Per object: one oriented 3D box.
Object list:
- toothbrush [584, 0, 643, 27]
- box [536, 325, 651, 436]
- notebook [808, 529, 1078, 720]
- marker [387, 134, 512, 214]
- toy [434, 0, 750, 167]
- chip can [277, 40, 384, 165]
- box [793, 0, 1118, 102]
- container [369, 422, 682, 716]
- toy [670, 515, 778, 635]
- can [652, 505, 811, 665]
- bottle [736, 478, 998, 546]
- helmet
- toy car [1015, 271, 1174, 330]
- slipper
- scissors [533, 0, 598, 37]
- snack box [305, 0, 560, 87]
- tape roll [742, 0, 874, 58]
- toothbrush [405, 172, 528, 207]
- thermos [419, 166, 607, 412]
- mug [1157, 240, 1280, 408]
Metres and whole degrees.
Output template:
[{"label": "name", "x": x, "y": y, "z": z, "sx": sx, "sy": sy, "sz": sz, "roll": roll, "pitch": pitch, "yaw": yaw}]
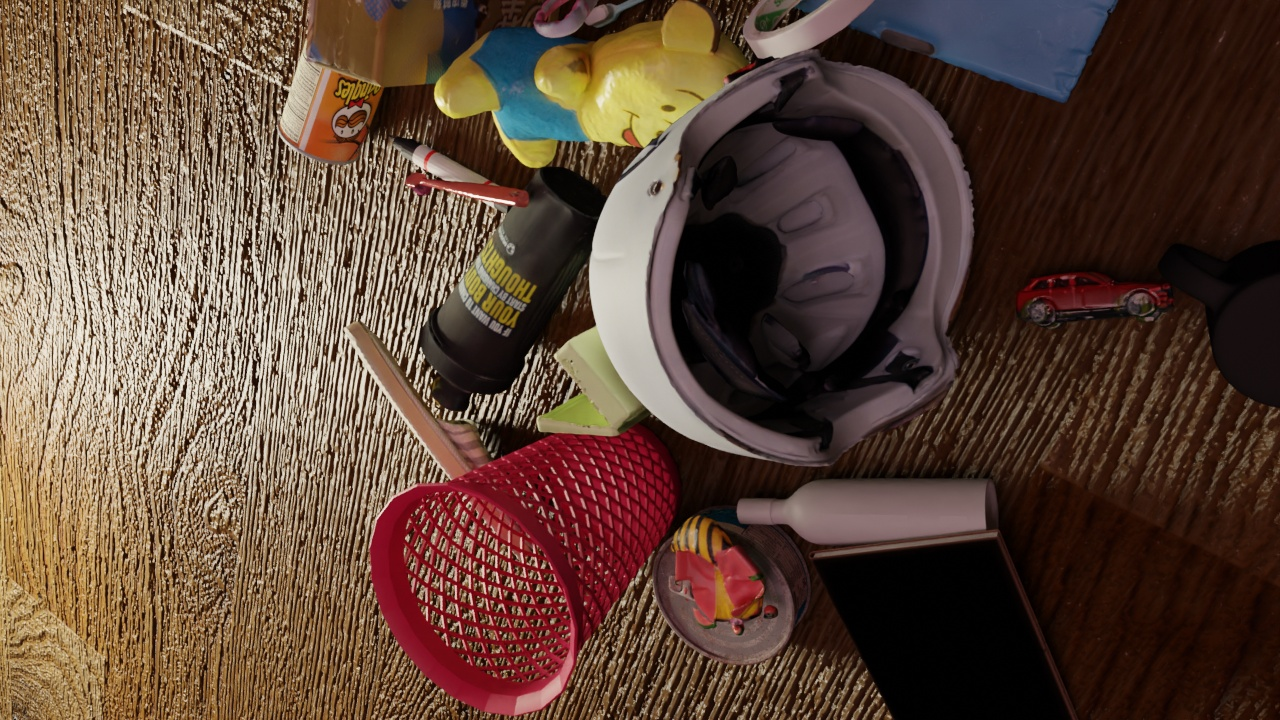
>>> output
[{"label": "toothbrush", "x": 0.035, "y": -0.280, "z": 0.665, "sx": 0.181, "sy": 0.016, "sz": 0.016, "roll": -13, "pitch": 98, "yaw": 31}, {"label": "box", "x": 0.007, "y": 0.001, "z": 0.679, "sx": 0.077, "sy": 0.187, "sz": 0.091, "roll": 32, "pitch": 119, "yaw": 17}, {"label": "notebook", "x": 0.233, "y": 0.219, "z": 0.699, "sx": 0.142, "sy": 0.008, "sz": 0.209, "roll": -15, "pitch": 114, "yaw": 33}, {"label": "marker", "x": -0.170, "y": -0.169, "z": 0.818, "sx": 0.145, "sy": 0.019, "sz": 0.019, "roll": 30, "pitch": 119, "yaw": 17}, {"label": "toy", "x": -0.018, "y": -0.193, "z": 0.649, "sx": 0.214, "sy": 0.149, "sz": 0.084, "roll": 0, "pitch": 84, "yaw": 18}, {"label": "chip can", "x": -0.245, "y": -0.279, "z": 0.789, "sx": 0.075, "sy": 0.075, "sz": 0.216, "roll": 40, "pitch": 122, "yaw": 12}, {"label": "box", "x": 0.189, "y": -0.276, "z": 0.558, "sx": 0.232, "sy": 0.047, "sz": 0.177, "roll": 25, "pitch": 119, "yaw": 16}, {"label": "container", "x": -0.071, "y": 0.140, "z": 0.746, "sx": 0.183, "sy": 0.225, "sz": 0.183, "roll": 10, "pitch": 112, "yaw": 27}, {"label": "toy", "x": 0.064, "y": 0.174, "z": 0.738, "sx": 0.103, "sy": 0.046, "sz": 0.085, "roll": 57, "pitch": 137, "yaw": 7}, {"label": "can", "x": 0.077, "y": 0.193, "z": 0.789, "sx": 0.130, "sy": 0.044, "sz": 0.130, "roll": 10, "pitch": 112, "yaw": 27}, {"label": "bottle", "x": 0.168, "y": 0.117, "z": 0.706, "sx": 0.196, "sy": 0.052, "sz": 0.052, "roll": -5, "pitch": 105, "yaw": 31}, {"label": "helmet", "x": 0.083, "y": -0.064, "z": 0.599, "sx": 0.164, "sy": 0.263, "sz": 0.236, "roll": 2, "pitch": 129, "yaw": 59}, {"label": "toy car", "x": 0.290, "y": -0.038, "z": 0.589, "sx": 0.091, "sy": 0.042, "sz": 0.036, "roll": 2, "pitch": 89, "yaw": 34}, {"label": "slipper", "x": -0.179, "y": 0.071, "z": 0.856, "sx": 0.054, "sy": 0.114, "sz": 0.272, "roll": -38, "pitch": 100, "yaw": -9}, {"label": "scissors", "x": -0.006, "y": -0.264, "z": 0.614, "sx": 0.173, "sy": 0.170, "sz": 0.013, "roll": -1, "pitch": 133, "yaw": 25}, {"label": "snack box", "x": -0.133, "y": -0.282, "z": 0.648, "sx": 0.069, "sy": 0.202, "sz": 0.155, "roll": 24, "pitch": 117, "yaw": 20}, {"label": "tape roll", "x": 0.107, "y": -0.222, "z": 0.567, "sx": 0.094, "sy": 0.093, "sz": 0.018, "roll": -21, "pitch": 126, "yaw": 33}, {"label": "toothbrush", "x": -0.149, "y": -0.143, "z": 0.777, "sx": 0.190, "sy": 0.016, "sz": 0.016, "roll": 19, "pitch": 156, "yaw": 47}, {"label": "thermos", "x": -0.110, "y": -0.060, "z": 0.784, "sx": 0.098, "sy": 0.098, "sz": 0.221, "roll": 43, "pitch": 118, "yaw": 10}, {"label": "mug", "x": 0.354, "y": -0.032, "z": 0.526, "sx": 0.113, "sy": 0.087, "sz": 0.078, "roll": 33, "pitch": 120, "yaw": 16}]
